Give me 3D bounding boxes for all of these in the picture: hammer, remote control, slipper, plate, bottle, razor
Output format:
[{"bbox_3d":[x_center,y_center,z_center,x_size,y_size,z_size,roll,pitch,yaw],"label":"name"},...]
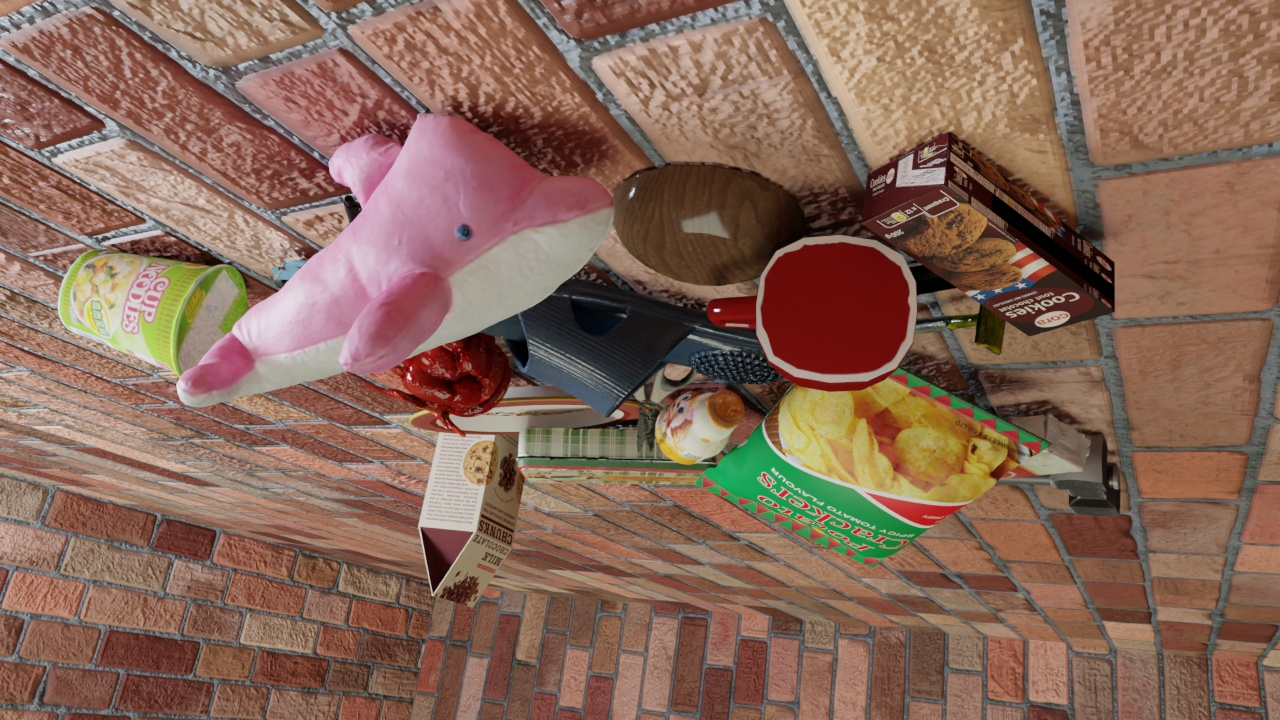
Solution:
[{"bbox_3d":[0.306,0.113,0.934,0.323,0.043,0.156,-2,158,34],"label":"hammer"},{"bbox_3d":[0.190,-0.053,0.559,0.124,0.011,0.028,-9,154,40],"label":"remote control"},{"bbox_3d":[-0.004,0.004,0.675,0.263,0.082,0.101,8,162,-13],"label":"slipper"},{"bbox_3d":[-0.106,0.048,0.893,0.230,0.021,0.230,-3,169,-1],"label":"plate"},{"bbox_3d":[0.057,0.057,0.841,0.063,0.063,0.109,14,158,-16],"label":"bottle"},{"bbox_3d":[-0.156,0.003,0.724,0.099,0.098,0.111,4,160,13],"label":"bottle"},{"bbox_3d":[0.196,-0.024,0.614,0.026,0.042,0.106,18,168,-31],"label":"razor"}]

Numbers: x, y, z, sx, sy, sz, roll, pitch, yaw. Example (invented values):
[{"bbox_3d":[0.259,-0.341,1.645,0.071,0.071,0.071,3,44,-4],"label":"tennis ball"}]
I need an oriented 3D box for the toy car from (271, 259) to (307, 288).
[{"bbox_3d":[-0.241,-0.051,0.720,0.060,0.027,0.108,3,150,16],"label":"toy car"}]

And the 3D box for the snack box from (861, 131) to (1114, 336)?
[{"bbox_3d":[0.186,-0.062,0.484,0.140,0.031,0.051,26,152,-27],"label":"snack box"}]

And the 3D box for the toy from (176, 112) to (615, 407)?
[{"bbox_3d":[-0.144,-0.061,0.516,0.266,0.128,0.186,-24,-171,18],"label":"toy"}]

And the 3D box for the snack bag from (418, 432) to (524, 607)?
[{"bbox_3d":[-0.187,0.164,1.022,0.070,0.206,0.094,2,159,18],"label":"snack bag"}]

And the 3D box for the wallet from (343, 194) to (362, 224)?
[{"bbox_3d":[-0.141,-0.075,0.631,0.115,0.018,0.092,12,160,-5],"label":"wallet"}]

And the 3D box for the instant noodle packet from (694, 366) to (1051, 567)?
[{"bbox_3d":[0.183,0.091,0.788,0.195,0.090,0.253,26,140,-6],"label":"instant noodle packet"}]

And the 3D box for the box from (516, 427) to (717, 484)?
[{"bbox_3d":[-0.024,0.102,0.967,0.205,0.050,0.118,1,169,-2],"label":"box"}]

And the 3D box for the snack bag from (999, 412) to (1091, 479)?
[{"bbox_3d":[0.281,0.088,0.840,0.077,0.041,0.226,24,156,-38],"label":"snack bag"}]

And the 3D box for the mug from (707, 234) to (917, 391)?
[{"bbox_3d":[0.096,-0.025,0.532,0.116,0.080,0.096,4,176,12],"label":"mug"}]

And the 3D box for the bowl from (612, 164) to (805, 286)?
[{"bbox_3d":[0.038,-0.072,0.544,0.118,0.030,0.118,8,160,3],"label":"bowl"}]

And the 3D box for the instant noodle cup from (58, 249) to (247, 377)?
[{"bbox_3d":[-0.386,-0.041,0.723,0.108,0.098,0.099,15,161,3],"label":"instant noodle cup"}]

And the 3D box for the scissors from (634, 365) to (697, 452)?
[{"bbox_3d":[-0.003,0.031,0.805,0.132,0.012,0.170,27,140,-19],"label":"scissors"}]
